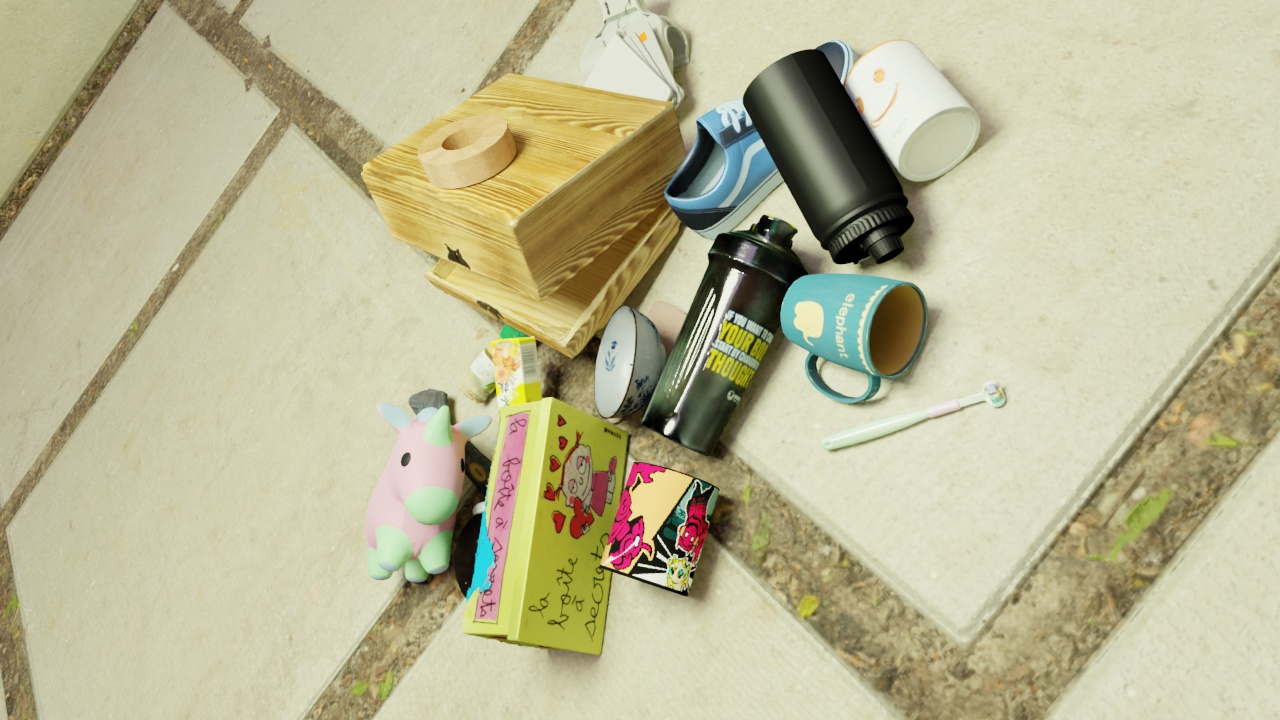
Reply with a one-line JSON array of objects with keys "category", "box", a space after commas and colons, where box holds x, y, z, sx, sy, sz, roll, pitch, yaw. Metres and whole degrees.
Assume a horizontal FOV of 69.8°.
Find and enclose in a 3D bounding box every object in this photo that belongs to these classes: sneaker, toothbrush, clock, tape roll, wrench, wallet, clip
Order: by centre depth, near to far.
[{"category": "toothbrush", "box": [0.220, 0.049, 0.756, 0.155, 0.015, 0.022, -21, 92, 28]}, {"category": "tape roll", "box": [-0.172, -0.208, 0.911, 0.094, 0.027, 0.093, -11, 40, 9]}, {"category": "sneaker", "box": [0.117, -0.233, 0.914, 0.241, 0.098, 0.083, -48, 49, 8]}, {"category": "clock", "box": [-0.144, 0.192, 0.934, 0.095, 0.035, 0.122, 4, 85, 40]}, {"category": "wrench", "box": [-0.191, 0.110, 1.030, 0.273, 0.022, 0.073, 35, 95, 40]}, {"category": "wallet", "box": [-0.003, -0.316, 1.045, 0.118, 0.037, 0.116, 50, 124, 18]}, {"category": "clip", "box": [-0.007, -0.384, 1.104, 0.127, 0.101, 0.152, -9, 78, 33]}]

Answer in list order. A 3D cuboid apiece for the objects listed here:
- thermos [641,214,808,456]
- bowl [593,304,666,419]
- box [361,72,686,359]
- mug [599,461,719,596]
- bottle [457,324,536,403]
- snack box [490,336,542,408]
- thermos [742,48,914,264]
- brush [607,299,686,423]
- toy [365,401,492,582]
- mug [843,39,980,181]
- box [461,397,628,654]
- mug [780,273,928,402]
[{"category": "thermos", "box": [0.079, -0.025, 0.854, 0.098, 0.098, 0.221, 25, 90, 42]}, {"category": "bowl", "box": [-0.005, 0.005, 0.898, 0.114, 0.045, 0.114, -170, 91, -70]}, {"category": "box", "box": [-0.107, -0.175, 1.013, 0.279, 0.192, 0.250, 23, 57, 41]}, {"category": "mug", "box": [0.010, 0.151, 0.833, 0.118, 0.081, 0.098, -10, 60, 65]}, {"category": "bottle", "box": [-0.163, -0.002, 1.054, 0.111, 0.043, 0.043, -48, 49, 9]}, {"category": "snack box", "box": [-0.126, 0.050, 0.968, 0.040, 0.028, 0.148, -4, 94, 34]}, {"category": "thermos", "box": [0.173, -0.172, 0.824, 0.086, 0.086, 0.198, -31, 73, 22]}, {"category": "brush", "box": [0.004, 0.005, 0.945, 0.050, 0.015, 0.136, 31, 95, 38]}, {"category": "toy", "box": [-0.241, 0.143, 0.984, 0.223, 0.120, 0.171, 143, 132, -57]}, {"category": "mug", "box": [0.243, -0.225, 0.828, 0.082, 0.082, 0.105, -37, 52, 17]}, {"category": "box", "box": [-0.086, 0.159, 0.866, 0.079, 0.124, 0.220, -12, 61, 35]}, {"category": "mug", "box": [0.176, -0.020, 0.789, 0.104, 0.084, 0.112, 19, 110, 47]}]
